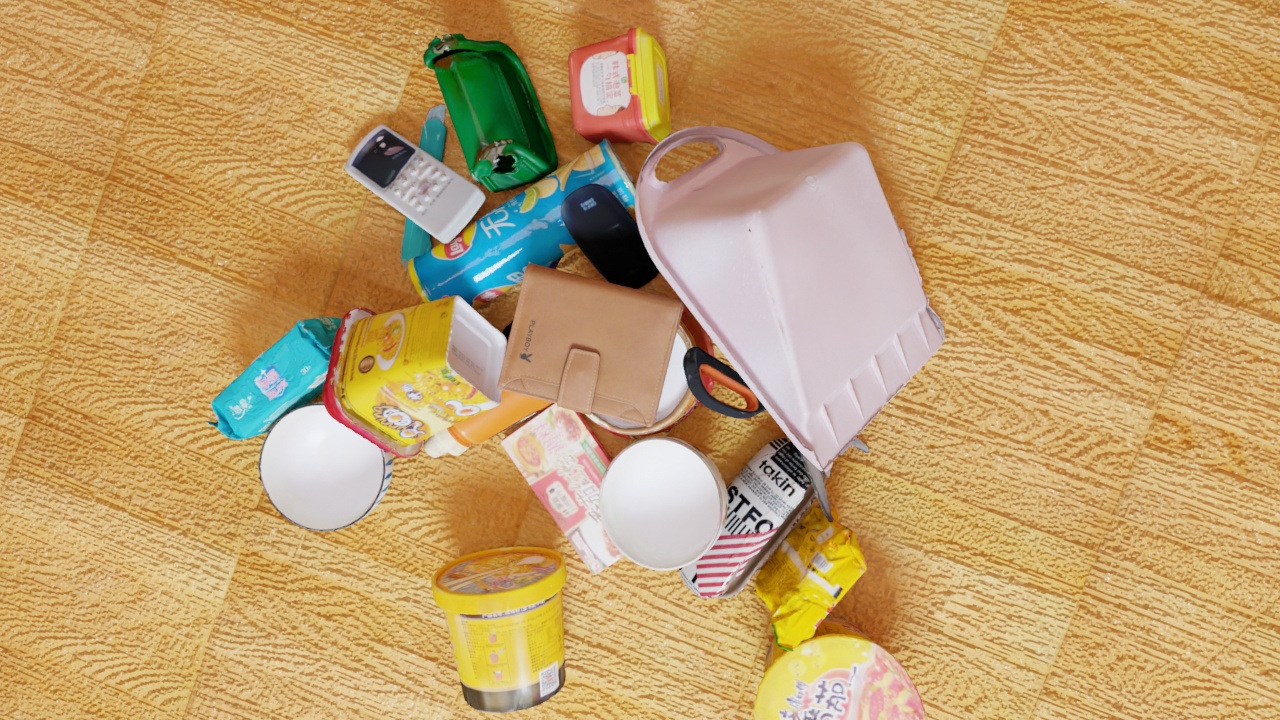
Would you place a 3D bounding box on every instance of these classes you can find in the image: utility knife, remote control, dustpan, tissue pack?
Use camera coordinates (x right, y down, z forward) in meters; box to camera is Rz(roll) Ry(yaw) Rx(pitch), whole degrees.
[{"bbox_3d":[-0.202,-0.160,0.864,0.029,0.013,0.166,9,89,2],"label":"utility knife"},{"bbox_3d":[-0.207,-0.162,0.829,0.150,0.021,0.058,35,83,27],"label":"remote control"},{"bbox_3d":[0.120,-0.075,0.780,0.221,0.139,0.273,-34,111,-38],"label":"dustpan"},{"bbox_3d":[-0.022,-0.100,0.798,0.053,0.136,0.024,-31,50,8],"label":"remote control"},{"bbox_3d":[-0.322,0.017,0.838,0.133,0.093,0.050,-41,91,3],"label":"tissue pack"}]

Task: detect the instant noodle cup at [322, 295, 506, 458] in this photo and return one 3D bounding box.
[{"bbox_3d":[-0.189,0.008,0.792,0.124,0.116,0.115,-17,52,24],"label":"instant noodle cup"}]

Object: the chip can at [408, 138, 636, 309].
[{"bbox_3d":[-0.101,-0.113,0.820,0.210,0.071,0.071,-30,89,9],"label":"chip can"}]

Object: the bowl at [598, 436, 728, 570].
[{"bbox_3d":[0.027,0.122,0.803,0.114,0.062,0.113,0,89,24],"label":"bowl"}]

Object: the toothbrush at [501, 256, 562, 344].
[{"bbox_3d":[-0.085,-0.087,0.858,0.014,0.016,0.189,30,91,12],"label":"toothbrush"}]

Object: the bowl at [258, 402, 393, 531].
[{"bbox_3d":[-0.282,0.095,0.850,0.116,0.066,0.116,0,92,4],"label":"bowl"}]

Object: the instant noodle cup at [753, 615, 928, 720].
[{"bbox_3d":[0.165,0.291,0.797,0.138,0.109,0.138,0,91,5],"label":"instant noodle cup"}]

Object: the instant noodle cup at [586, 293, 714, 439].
[{"bbox_3d":[-0.005,0.005,0.804,0.138,0.108,0.138,0,91,5],"label":"instant noodle cup"}]

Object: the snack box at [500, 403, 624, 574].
[{"bbox_3d":[-0.056,0.116,0.852,0.075,0.025,0.153,-35,89,4],"label":"snack box"}]

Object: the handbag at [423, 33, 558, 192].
[{"bbox_3d":[-0.130,-0.216,0.804,0.068,0.120,0.131,-21,91,10],"label":"handbag"}]

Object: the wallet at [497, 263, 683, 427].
[{"bbox_3d":[-0.040,-0.012,0.737,0.132,0.031,0.108,15,91,6],"label":"wallet"}]

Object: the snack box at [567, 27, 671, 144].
[{"bbox_3d":[-0.020,-0.239,0.816,0.080,0.082,0.091,-5,89,14],"label":"snack box"}]

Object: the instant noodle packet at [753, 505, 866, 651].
[{"bbox_3d":[0.145,0.182,0.787,0.044,0.128,0.111,36,93,-2],"label":"instant noodle packet"}]

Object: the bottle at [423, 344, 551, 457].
[{"bbox_3d":[-0.140,0.041,0.843,0.150,0.066,0.067,-37,88,12],"label":"bottle"}]

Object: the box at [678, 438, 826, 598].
[{"bbox_3d":[0.103,0.144,0.835,0.075,0.082,0.163,40,97,38],"label":"box"}]

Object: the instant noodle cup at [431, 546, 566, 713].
[{"bbox_3d":[-0.119,0.239,0.819,0.118,0.118,0.114,-6,98,5],"label":"instant noodle cup"}]

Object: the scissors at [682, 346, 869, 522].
[{"bbox_3d":[0.120,0.025,0.789,0.022,0.233,0.220,-29,52,42],"label":"scissors"}]
